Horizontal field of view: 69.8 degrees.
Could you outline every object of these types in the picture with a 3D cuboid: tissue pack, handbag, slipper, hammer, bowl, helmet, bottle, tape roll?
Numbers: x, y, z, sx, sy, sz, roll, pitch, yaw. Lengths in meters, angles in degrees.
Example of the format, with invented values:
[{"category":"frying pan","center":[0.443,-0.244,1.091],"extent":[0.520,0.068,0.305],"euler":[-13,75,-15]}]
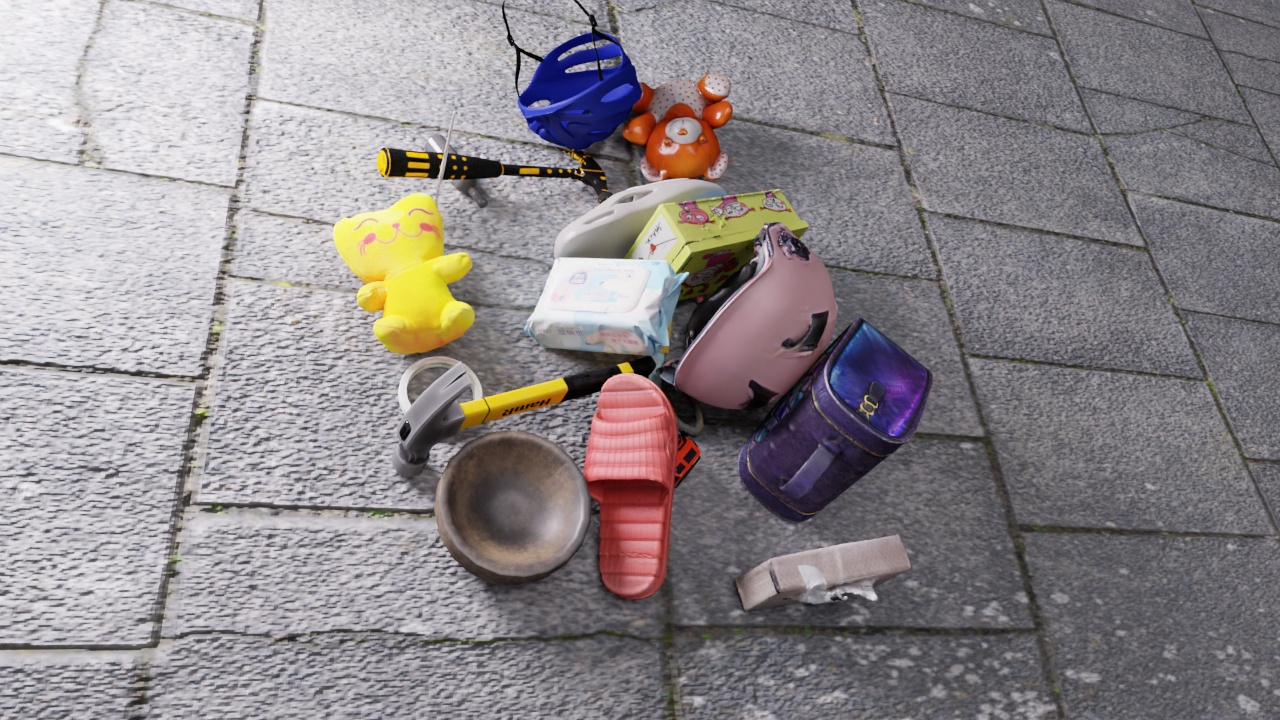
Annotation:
[{"category":"tissue pack","center":[-0.038,-0.067,1.096],"extent":[0.182,0.070,0.111],"euler":[3,50,25]},{"category":"handbag","center":[0.224,0.080,1.082],"extent":[0.125,0.205,0.221],"euler":[38,49,3]},{"category":"slipper","center":[-0.008,-0.194,1.216],"extent":[0.265,0.113,0.080],"euler":[-22,60,-25]},{"category":"hammer","center":[-0.111,0.037,1.011],"extent":[0.323,0.170,0.034],"euler":[-14,63,-38]},{"category":"tissue pack","center":[0.211,0.248,1.036],"extent":[0.181,0.104,0.071],"euler":[0,64,-23]},{"category":"bowl","center":[-0.137,0.160,0.966],"extent":[0.162,0.070,0.162],"euler":[10,58,-16]},{"category":"helmet","center":[-0.094,-0.400,1.222],"extent":[0.148,0.228,0.240],"euler":[-2,37,27]},{"category":"hammer","center":[-0.182,-0.248,1.179],"extent":[0.319,0.036,0.123],"euler":[-4,51,-36]},{"category":"slipper","center":[-0.014,0.131,0.993],"extent":[0.104,0.059,0.248],"euler":[-7,74,21]},{"category":"bottle","center":[-0.235,-0.241,1.187],"extent":[0.030,0.030,0.113],"euler":[-32,76,-33]},{"category":"tape roll","center":[-0.226,0.038,1.038],"extent":[0.093,0.013,0.092],"euler":[10,58,-17]},{"category":"helmet","center":[0.136,-0.034,1.078],"extent":[0.152,0.230,0.255],"euler":[40,17,1]}]

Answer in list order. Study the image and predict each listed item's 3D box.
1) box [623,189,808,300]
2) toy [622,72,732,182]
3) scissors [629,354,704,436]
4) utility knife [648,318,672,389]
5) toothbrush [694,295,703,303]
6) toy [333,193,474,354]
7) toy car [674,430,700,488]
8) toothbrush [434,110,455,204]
[{"category":"box","center":[0.101,-0.150,1.199],"extent":[0.220,0.125,0.082],"euler":[-12,64,-38]},{"category":"toy","center":[0.056,-0.335,1.320],"extent":[0.164,0.093,0.172],"euler":[-6,65,0]},{"category":"scissors","center":[-0.007,0.006,1.143],"extent":[0.133,0.016,0.228],"euler":[-18,69,-30]},{"category":"utility knife","center":[0.028,-0.037,1.172],"extent":[0.030,0.019,0.218],"euler":[17,53,-11]},{"category":"toothbrush","center":[0.072,-0.096,1.234],"extent":[0.021,0.016,0.135],"euler":[-15,68,-37]},{"category":"toy","center":[-0.264,-0.098,1.060],"extent":[0.134,0.088,0.193],"euler":[-23,67,-12]},{"category":"toy car","center":[0.029,0.126,1.065],"extent":[0.049,0.051,0.100],"euler":[39,55,6]},{"category":"toothbrush","center":[-0.238,-0.227,1.085],"extent":[0.010,0.182,0.010],"euler":[30,50,1]}]
